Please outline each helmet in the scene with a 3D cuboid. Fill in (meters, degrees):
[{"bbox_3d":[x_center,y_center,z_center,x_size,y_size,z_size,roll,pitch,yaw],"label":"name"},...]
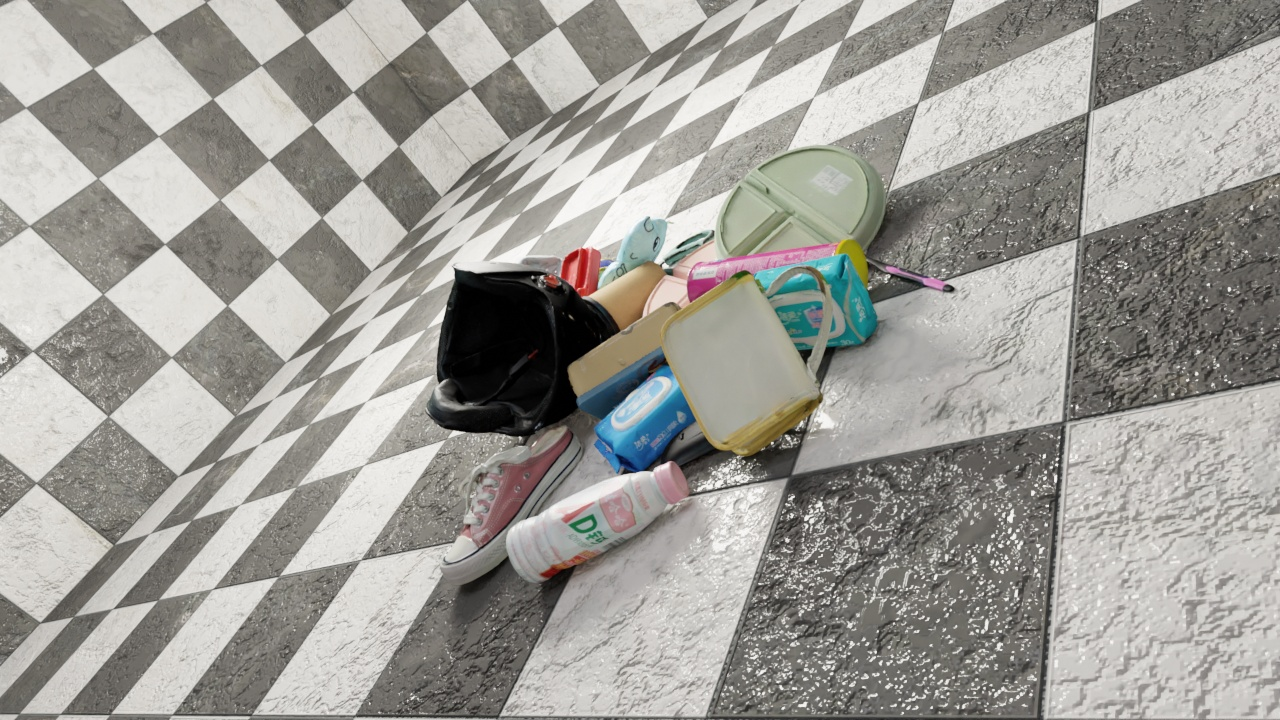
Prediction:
[{"bbox_3d":[-0.164,-0.017,1.260,0.275,0.234,0.229,28,22,37],"label":"helmet"}]

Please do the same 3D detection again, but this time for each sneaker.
[{"bbox_3d":[-0.169,0.159,1.113,0.118,0.088,0.240,-3,41,54],"label":"sneaker"}]

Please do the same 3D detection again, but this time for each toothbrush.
[{"bbox_3d":[0.284,-0.096,1.009,0.014,0.018,0.189,-42,26,-4],"label":"toothbrush"}]

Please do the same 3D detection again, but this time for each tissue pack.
[{"bbox_3d":[0.016,0.061,1.063,0.157,0.052,0.095,-41,23,-5],"label":"tissue pack"},{"bbox_3d":[0.176,-0.057,0.971,0.134,0.093,0.050,-8,36,39],"label":"tissue pack"}]

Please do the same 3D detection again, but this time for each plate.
[{"bbox_3d":[0.196,-0.187,1.171,0.231,0.027,0.229,-16,53,22],"label":"plate"},{"bbox_3d":[0.095,-0.100,1.247,0.230,0.028,0.229,-29,30,18],"label":"plate"}]

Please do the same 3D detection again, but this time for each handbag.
[{"bbox_3d":[0.125,-0.010,0.921,0.179,0.063,0.163,-36,62,20],"label":"handbag"}]

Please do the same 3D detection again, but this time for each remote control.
[{"bbox_3d":[0.074,0.077,0.984,0.137,0.024,0.053,-29,26,22],"label":"remote control"}]

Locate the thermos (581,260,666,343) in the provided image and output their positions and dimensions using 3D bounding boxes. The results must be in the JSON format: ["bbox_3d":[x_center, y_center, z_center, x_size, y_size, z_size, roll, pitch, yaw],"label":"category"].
[{"bbox_3d":[-0.024,-0.083,1.353,0.143,0.093,0.093,-40,22,-22],"label":"thermos"}]

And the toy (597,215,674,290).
[{"bbox_3d":[-0.008,-0.158,1.409,0.156,0.050,0.161,-44,-18,-14],"label":"toy"}]

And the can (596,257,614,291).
[{"bbox_3d":[-0.093,-0.107,1.510,0.148,0.074,0.049,-35,26,6],"label":"can"}]

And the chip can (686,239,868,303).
[{"bbox_3d":[0.156,-0.094,1.077,0.211,0.071,0.071,-3,41,42],"label":"chip can"}]

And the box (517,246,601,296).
[{"bbox_3d":[-0.136,-0.078,1.437,0.160,0.063,0.200,-6,67,29],"label":"box"}]

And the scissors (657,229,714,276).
[{"bbox_3d":[0.042,-0.143,1.445,0.177,0.019,0.171,-25,27,27],"label":"scissors"}]

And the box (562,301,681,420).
[{"bbox_3d":[-0.007,0.007,1.135,0.184,0.089,0.063,-35,59,17],"label":"box"}]

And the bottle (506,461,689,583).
[{"bbox_3d":[-0.044,0.163,0.951,0.197,0.068,0.068,-29,25,16],"label":"bottle"}]
